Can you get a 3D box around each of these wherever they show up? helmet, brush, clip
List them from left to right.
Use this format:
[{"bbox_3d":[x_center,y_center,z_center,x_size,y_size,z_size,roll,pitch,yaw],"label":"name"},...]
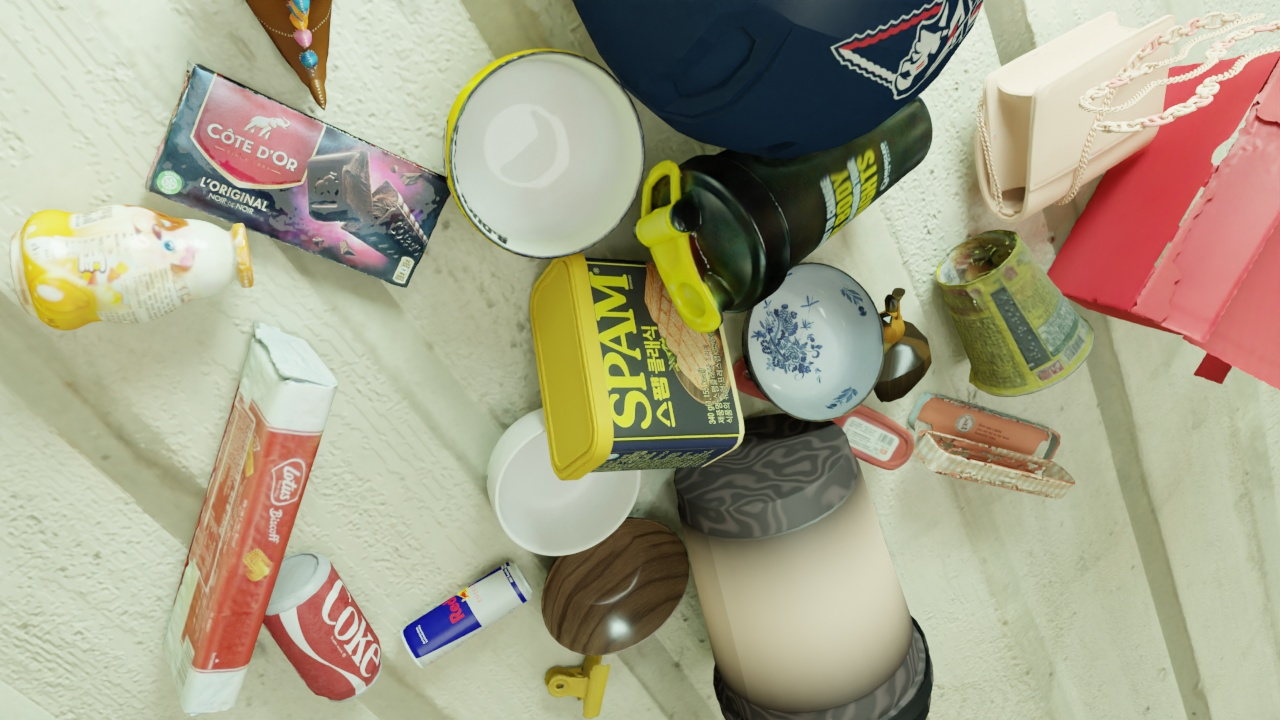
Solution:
[{"bbox_3d":[-0.050,0.257,0.738,0.049,0.045,0.054,17,109,16],"label":"clip"},{"bbox_3d":[0.081,-0.214,0.455,0.231,0.273,0.223,-17,110,-34],"label":"helmet"},{"bbox_3d":[0.142,0.038,0.728,0.172,0.030,0.041,27,100,-17],"label":"brush"}]

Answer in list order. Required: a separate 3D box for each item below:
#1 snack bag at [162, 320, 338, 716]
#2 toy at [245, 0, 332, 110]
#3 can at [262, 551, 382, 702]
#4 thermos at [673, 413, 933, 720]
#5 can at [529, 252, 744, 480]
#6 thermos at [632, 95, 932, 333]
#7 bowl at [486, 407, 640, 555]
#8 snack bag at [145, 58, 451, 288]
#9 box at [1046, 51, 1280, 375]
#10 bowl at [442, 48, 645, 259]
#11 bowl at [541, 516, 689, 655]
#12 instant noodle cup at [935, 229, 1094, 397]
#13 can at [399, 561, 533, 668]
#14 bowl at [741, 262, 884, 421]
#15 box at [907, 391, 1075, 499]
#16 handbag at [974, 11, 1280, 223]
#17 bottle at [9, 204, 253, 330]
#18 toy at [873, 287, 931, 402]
[{"bbox_3d":[-0.238,0.096,0.550,0.041,0.077,0.225,13,105,-40],"label":"snack bag"},{"bbox_3d":[-0.172,-0.177,0.459,0.070,0.090,0.103,-18,113,-17],"label":"toy"},{"bbox_3d":[-0.212,0.178,0.609,0.054,0.054,0.097,-26,119,-13],"label":"can"},{"bbox_3d":[0.118,0.169,0.696,0.172,0.173,0.226,-24,112,-14],"label":"thermos"},{"bbox_3d":[-0.003,0.003,0.588,0.104,0.075,0.135,0,68,-27],"label":"can"},{"bbox_3d":[0.094,-0.110,0.581,0.220,0.098,0.098,-35,123,-29],"label":"thermos"},{"bbox_3d":[-0.057,0.078,0.639,0.104,0.054,0.105,-10,117,-21],"label":"bowl"},{"bbox_3d":[-0.190,-0.101,0.526,0.155,0.018,0.075,21,102,-28],"label":"snack bag"},{"bbox_3d":[0.476,-0.083,0.610,0.107,0.410,0.211,22,99,-34],"label":"box"},{"bbox_3d":[-0.063,-0.125,0.544,0.117,0.067,0.117,-9,114,-21],"label":"bowl"},{"bbox_3d":[-0.023,0.166,0.702,0.119,0.032,0.119,-9,114,-21],"label":"bowl"},{"bbox_3d":[0.289,-0.041,0.730,0.102,0.102,0.108,-40,113,-5],"label":"instant noodle cup"},{"bbox_3d":[-0.125,0.183,0.663,0.095,0.032,0.032,-31,120,-10],"label":"can"},{"bbox_3d":[0.119,-0.012,0.676,0.114,0.045,0.114,1,88,-19],"label":"bowl"},{"bbox_3d":[0.315,0.079,0.810,0.187,0.054,0.078,13,72,-30],"label":"box"},{"bbox_3d":[0.346,-0.156,0.645,0.198,0.187,0.117,-29,124,-19],"label":"handbag"},{"bbox_3d":[-0.264,-0.051,0.485,0.109,0.063,0.063,-7,113,-20],"label":"bottle"},{"bbox_3d":[0.194,-0.015,0.711,0.076,0.063,0.100,-58,147,-37],"label":"toy"}]
